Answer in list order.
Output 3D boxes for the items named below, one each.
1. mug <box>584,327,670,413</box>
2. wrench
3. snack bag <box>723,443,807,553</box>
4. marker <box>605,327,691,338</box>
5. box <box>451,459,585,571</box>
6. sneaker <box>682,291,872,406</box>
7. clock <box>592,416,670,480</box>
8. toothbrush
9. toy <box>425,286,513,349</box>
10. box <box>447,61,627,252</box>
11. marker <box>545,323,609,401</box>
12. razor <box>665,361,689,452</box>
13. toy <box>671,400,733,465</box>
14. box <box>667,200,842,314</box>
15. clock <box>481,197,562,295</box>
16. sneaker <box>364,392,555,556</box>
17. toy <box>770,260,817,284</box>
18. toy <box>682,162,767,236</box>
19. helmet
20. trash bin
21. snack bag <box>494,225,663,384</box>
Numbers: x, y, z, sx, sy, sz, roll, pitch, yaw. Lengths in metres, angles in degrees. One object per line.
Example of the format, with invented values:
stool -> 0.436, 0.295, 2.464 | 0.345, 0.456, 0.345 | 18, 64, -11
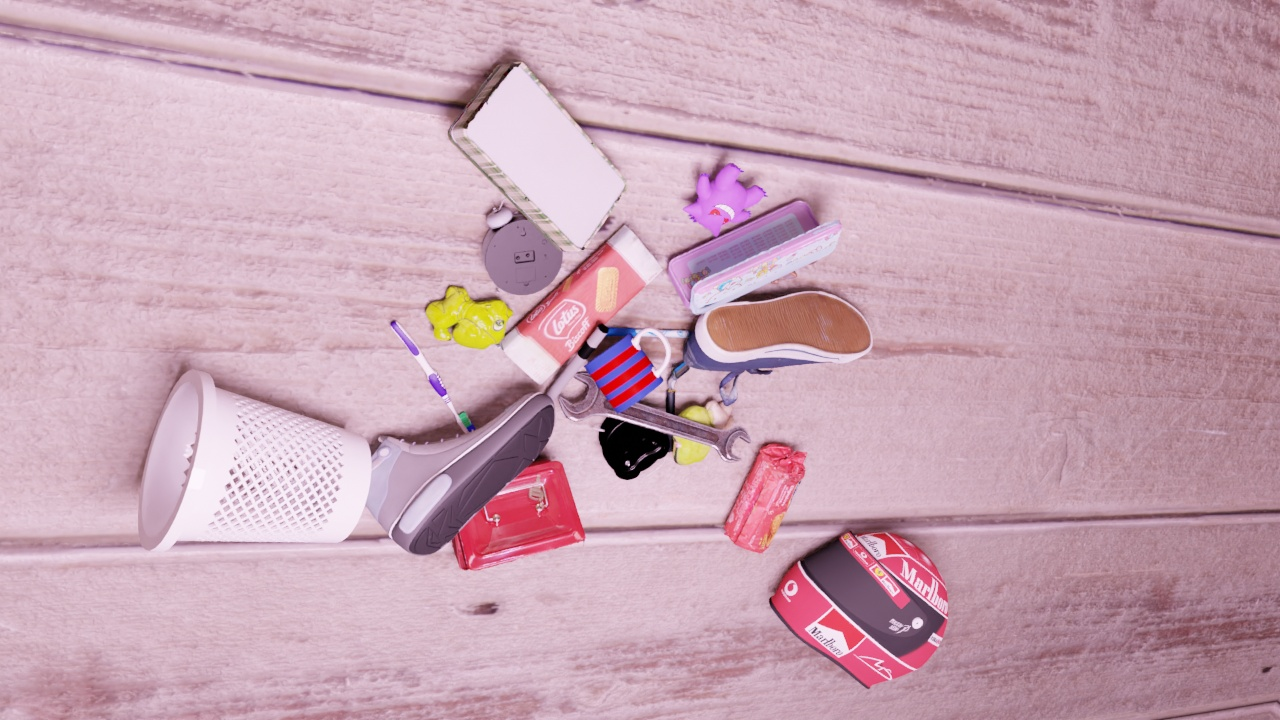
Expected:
mug -> -0.007, 0.007, 1.183 | 0.112, 0.074, 0.076 | -34, 92, 21
wrench -> 0.023, 0.081, 1.236 | 0.273, 0.010, 0.070 | 18, 71, -12
snack bag -> 0.186, 0.208, 1.384 | 0.082, 0.082, 0.176 | 14, 108, -27
marker -> 0.005, -0.037, 1.228 | 0.141, 0.013, 0.013 | 1, 114, -23
box -> -0.173, 0.216, 1.227 | 0.157, 0.151, 0.166 | -10, 154, -16
sneaker -> 0.187, -0.017, 1.279 | 0.294, 0.120, 0.128 | -4, 159, -27
clock -> -0.009, 0.118, 1.279 | 0.091, 0.042, 0.121 | -37, 122, -2
toothbrush -> -0.258, 0.023, 1.148 | 0.016, 0.015, 0.187 | -30, 121, -5
toy -> -0.208, -0.050, 1.122 | 0.094, 0.036, 0.093 | -38, 115, -3
box -> -0.114, -0.227, 1.045 | 0.205, 0.050, 0.117 | 42, 73, -33
marker -> -0.084, 0.006, 1.181 | 0.016, 0.016, 0.141 | 20, 127, -29
razor -> 0.044, 0.068, 1.292 | 0.042, 0.022, 0.144 | -34, 137, -50
toy -> 0.089, 0.096, 1.302 | 0.117, 0.043, 0.092 | -29, 125, -33
box -> 0.145, -0.140, 1.168 | 0.214, 0.093, 0.089 | -25, 79, -9
clock -> -0.144, -0.139, 1.104 | 0.094, 0.035, 0.123 | -9, 117, -18
sneaker -> -0.237, 0.109, 1.143 | 0.256, 0.160, 0.093 | -47, 152, -22
toy -> 0.187, -0.130, 1.242 | 0.101, 0.042, 0.055 | 7, 89, -17
toy -> 0.101, -0.204, 1.162 | 0.106, 0.056, 0.088 | 31, 104, -41
helmet -> 0.372, 0.384, 1.477 | 0.271, 0.197, 0.225 | 40, 95, -24
trash bin -> -0.429, 0.128, 1.041 | 0.199, 0.195, 0.196 | 18, 107, -38
snack bag -> -0.076, -0.069, 1.164 | 0.225, 0.041, 0.077 | -44, 125, 1
